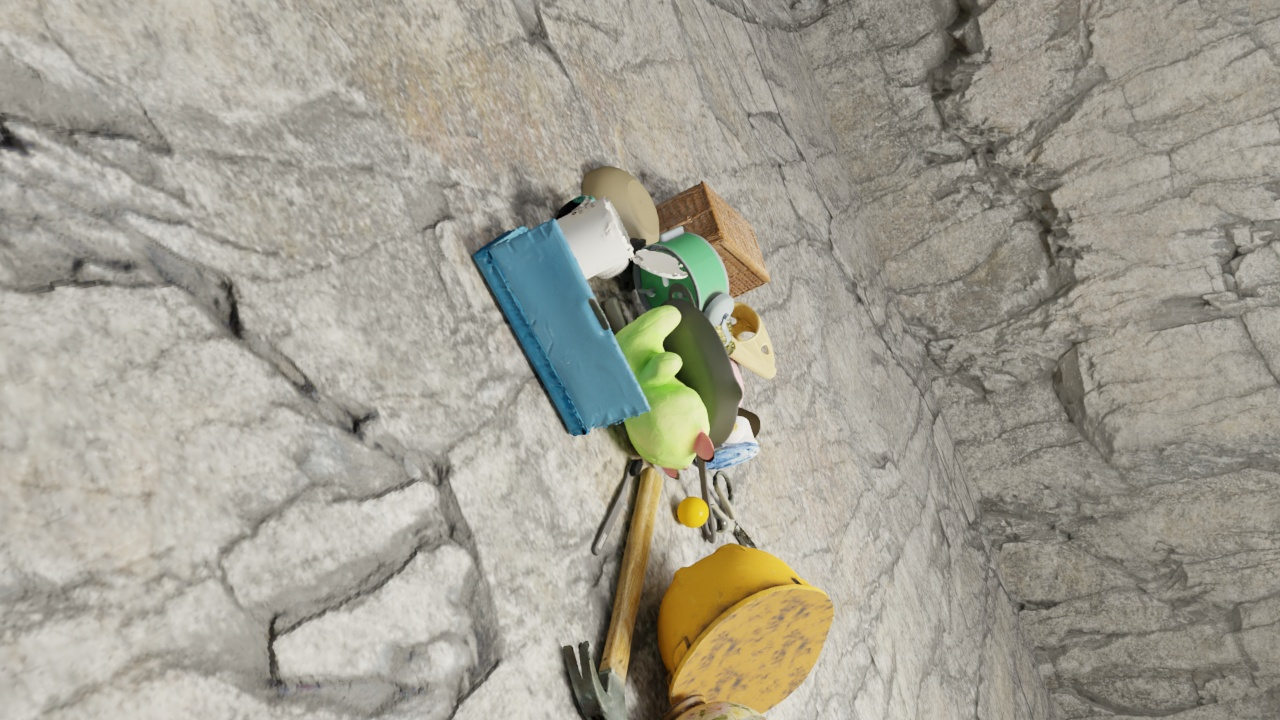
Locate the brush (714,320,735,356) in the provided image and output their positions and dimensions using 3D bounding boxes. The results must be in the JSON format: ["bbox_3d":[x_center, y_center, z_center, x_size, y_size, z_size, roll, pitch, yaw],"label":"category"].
[{"bbox_3d":[0.059,-0.027,1.276,0.135,0.076,0.055,9,58,-25],"label":"brush"}]

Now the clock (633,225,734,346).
[{"bbox_3d":[0.060,-0.083,1.182,0.075,0.122,0.161,-28,83,-34],"label":"clock"}]

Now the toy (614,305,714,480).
[{"bbox_3d":[0.016,0.044,1.097,0.107,0.150,0.196,-7,78,-25],"label":"toy"}]

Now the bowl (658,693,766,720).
[{"bbox_3d":[0.057,0.396,0.952,0.063,0.145,0.145,43,7,37],"label":"bowl"}]

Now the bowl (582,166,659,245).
[{"bbox_3d":[-0.017,-0.203,1.272,0.152,0.051,0.152,42,38,-44],"label":"bowl"}]

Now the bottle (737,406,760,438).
[{"bbox_3d":[0.098,0.072,1.299,0.184,0.045,0.045,23,51,-42],"label":"bottle"}]

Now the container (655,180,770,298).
[{"bbox_3d":[0.104,-0.175,1.415,0.198,0.114,0.112,28,44,-56],"label":"container"}]

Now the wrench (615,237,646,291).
[{"bbox_3d":[0.047,-0.119,1.306,0.272,0.018,0.073,9,105,-53],"label":"wrench"}]

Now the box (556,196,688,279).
[{"bbox_3d":[-0.035,-0.123,1.072,0.136,0.147,0.084,59,10,-22],"label":"box"}]

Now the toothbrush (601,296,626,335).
[{"bbox_3d":[-0.007,0.007,1.180,0.024,0.022,0.185,-26,95,-46],"label":"toothbrush"}]

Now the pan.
[{"bbox_3d":[0.063,0.077,1.164,0.024,0.217,0.355,-18,110,-26],"label":"pan"}]

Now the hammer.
[{"bbox_3d":[-0.012,0.244,1.000,0.132,0.033,0.329,53,30,-29],"label":"hammer"}]

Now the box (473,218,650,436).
[{"bbox_3d":[-0.069,-0.044,0.994,0.231,0.112,0.094,63,28,-14],"label":"box"}]

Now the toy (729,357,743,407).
[{"bbox_3d":[0.128,0.027,1.390,0.095,0.053,0.099,-73,146,-59],"label":"toy"}]

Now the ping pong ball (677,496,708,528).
[{"bbox_3d":[0.067,0.194,1.171,0.040,0.040,0.040,42,38,-44],"label":"ping pong ball"}]

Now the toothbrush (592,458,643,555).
[{"bbox_3d":[-0.026,0.164,1.049,0.013,0.013,0.166,60,30,-21],"label":"toothbrush"}]

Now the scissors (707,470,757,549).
[{"bbox_3d":[0.126,0.233,1.289,0.149,0.013,0.165,-23,104,-58],"label":"scissors"}]

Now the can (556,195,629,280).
[{"bbox_3d":[-0.059,-0.154,1.153,0.101,0.055,0.054,56,30,-27],"label":"can"}]

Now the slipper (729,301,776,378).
[{"bbox_3d":[0.149,-0.047,1.413,0.261,0.079,0.111,27,17,-50],"label":"slipper"}]

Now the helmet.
[{"bbox_3d":[0.099,0.290,1.035,0.131,0.205,0.256,55,-15,41],"label":"helmet"}]

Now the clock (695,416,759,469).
[{"bbox_3d":[0.110,0.111,1.255,0.125,0.089,0.052,36,36,-60],"label":"clock"}]
